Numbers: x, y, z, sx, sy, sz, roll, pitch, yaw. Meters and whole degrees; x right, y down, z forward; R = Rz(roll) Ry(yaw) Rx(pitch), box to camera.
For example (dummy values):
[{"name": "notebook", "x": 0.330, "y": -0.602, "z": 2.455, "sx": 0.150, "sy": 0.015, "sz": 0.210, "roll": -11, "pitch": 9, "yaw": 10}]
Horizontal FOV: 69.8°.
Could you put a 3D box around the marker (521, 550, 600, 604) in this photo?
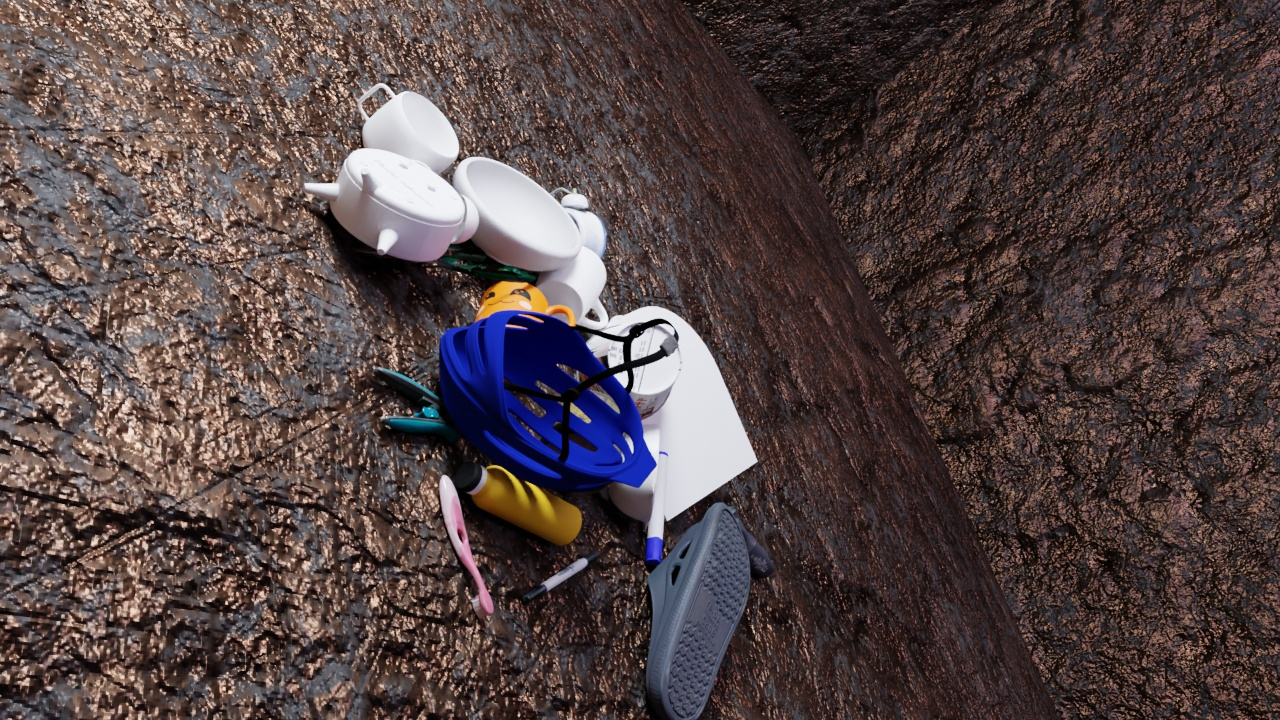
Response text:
[{"name": "marker", "x": -0.077, "y": 0.216, "z": 0.924, "sx": 0.011, "sy": 0.011, "sz": 0.151, "roll": 62, "pitch": 24, "yaw": 6}]

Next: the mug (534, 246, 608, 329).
[{"name": "mug", "x": -0.083, "y": -0.080, "z": 1.176, "sx": 0.114, "sy": 0.081, "sz": 0.087, "roll": 51, "pitch": 30, "yaw": -19}]

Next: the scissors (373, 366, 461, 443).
[{"name": "scissors", "x": -0.199, "y": 0.049, "z": 0.869, "sx": 0.126, "sy": 0.019, "sz": 0.154, "roll": 57, "pitch": 22, "yaw": -10}]

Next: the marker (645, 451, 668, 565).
[{"name": "marker", "x": 0.020, "y": 0.176, "z": 1.110, "sx": 0.020, "sy": 0.020, "sz": 0.141, "roll": 38, "pitch": 45, "yaw": -40}]

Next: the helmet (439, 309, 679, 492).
[{"name": "helmet", "x": -0.071, "y": 0.015, "z": 0.855, "sx": 0.241, "sy": 0.228, "sz": 0.147, "roll": 42, "pitch": 40, "yaw": 2}]

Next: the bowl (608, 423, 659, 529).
[{"name": "bowl", "x": -0.009, "y": 0.129, "z": 1.071, "sx": 0.115, "sy": 0.050, "sz": 0.114, "roll": -178, "pitch": -86, "yaw": -87}]

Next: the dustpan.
[{"name": "dustpan", "x": 0.031, "y": 0.058, "z": 1.221, "sx": 0.191, "sy": 0.053, "sz": 0.257, "roll": -25, "pitch": 93, "yaw": -42}]

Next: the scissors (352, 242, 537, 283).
[{"name": "scissors", "x": -0.226, "y": -0.116, "z": 0.986, "sx": 0.209, "sy": 0.015, "sz": 0.137, "roll": 5, "pitch": 21, "yaw": -39}]

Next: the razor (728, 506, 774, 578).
[{"name": "razor", "x": 0.144, "y": 0.257, "z": 1.279, "sx": 0.143, "sy": 0.047, "sz": 0.052, "roll": 50, "pitch": 1, "yaw": -26}]

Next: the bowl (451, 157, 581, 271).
[{"name": "bowl", "x": -0.160, "y": -0.166, "z": 1.119, "sx": 0.176, "sy": 0.066, "sz": 0.176, "roll": 33, "pitch": 27, "yaw": -19}]

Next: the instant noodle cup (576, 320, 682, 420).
[{"name": "instant noodle cup", "x": -0.006, "y": 0.006, "z": 1.085, "sx": 0.123, "sy": 0.123, "sz": 0.122, "roll": 60, "pitch": -15, "yaw": 2}]

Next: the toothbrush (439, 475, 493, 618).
[{"name": "toothbrush", "x": -0.158, "y": 0.165, "z": 0.819, "sx": 0.021, "sy": 0.016, "sz": 0.135, "roll": 17, "pitch": 45, "yaw": -58}]

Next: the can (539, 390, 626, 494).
[{"name": "can", "x": -0.063, "y": 0.089, "z": 1.001, "sx": 0.090, "sy": 0.090, "sz": 0.074, "roll": 50, "pitch": 26, "yaw": -21}]

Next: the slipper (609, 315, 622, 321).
[{"name": "slipper", "x": 0.042, "y": 0.045, "z": 1.302, "sx": 0.111, "sy": 0.063, "sz": 0.263, "roll": -8, "pitch": 71, "yaw": -65}]

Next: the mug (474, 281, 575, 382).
[{"name": "mug", "x": -0.126, "y": -0.031, "z": 0.996, "sx": 0.095, "sy": 0.113, "sz": 0.078, "roll": -86, "pitch": 168, "yaw": -53}]

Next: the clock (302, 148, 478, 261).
[{"name": "clock", "x": -0.239, "y": -0.163, "z": 0.923, "sx": 0.125, "sy": 0.073, "sz": 0.160, "roll": 39, "pitch": 24, "yaw": 12}]

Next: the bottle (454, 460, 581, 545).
[{"name": "bottle", "x": -0.119, "y": 0.137, "z": 0.892, "sx": 0.143, "sy": 0.043, "sz": 0.043, "roll": 37, "pitch": 32, "yaw": -41}]

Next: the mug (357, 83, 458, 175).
[{"name": "mug", "x": -0.266, "y": -0.254, "z": 1.031, "sx": 0.115, "sy": 0.068, "sz": 0.094, "roll": 50, "pitch": 25, "yaw": -20}]

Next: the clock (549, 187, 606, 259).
[{"name": "clock", "x": -0.099, "y": -0.175, "z": 1.249, "sx": 0.051, "sy": 0.089, "sz": 0.125, "roll": 4, "pitch": 59, "yaw": -54}]

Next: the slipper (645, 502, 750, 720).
[{"name": "slipper", "x": 0.052, "y": 0.283, "z": 1.036, "sx": 0.111, "sy": 0.083, "sz": 0.267, "roll": 56, "pitch": 40, "yaw": -28}]
